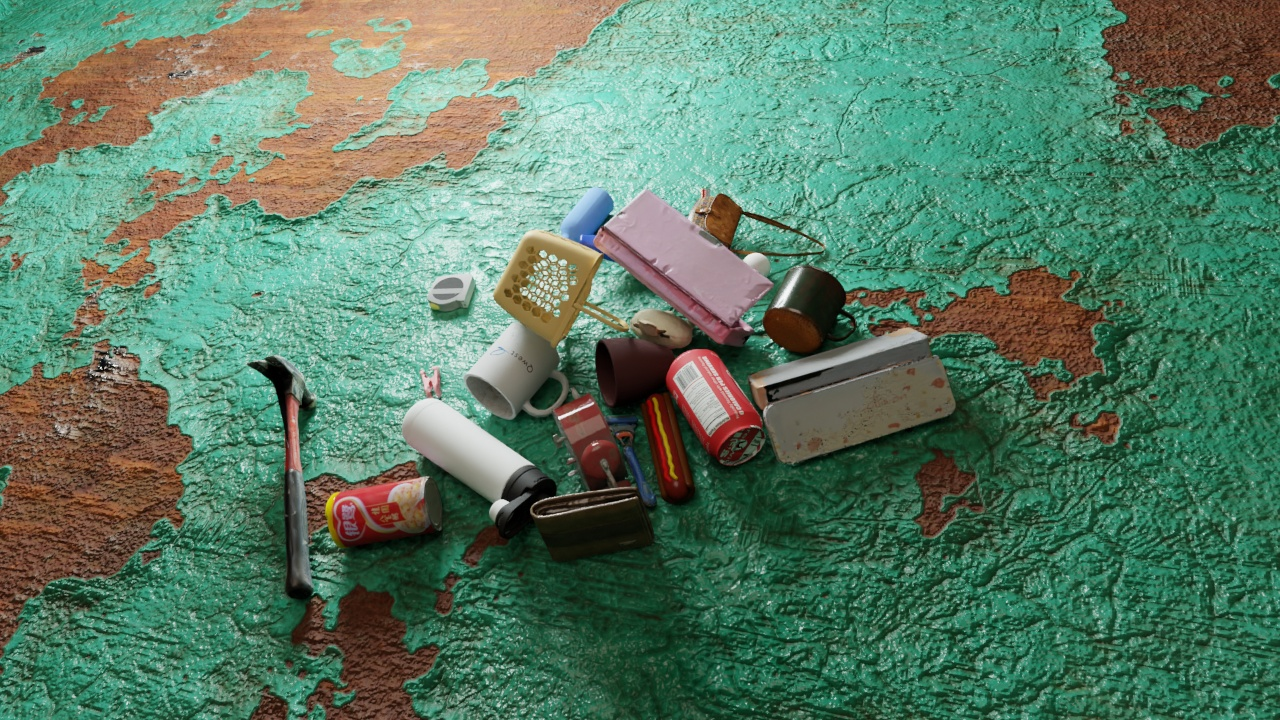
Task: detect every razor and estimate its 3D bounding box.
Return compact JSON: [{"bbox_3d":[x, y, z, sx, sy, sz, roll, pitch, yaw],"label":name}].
[{"bbox_3d":[-0.009,0.121,1.099,0.043,0.018,0.140,-1,46,-22],"label":"razor"}]

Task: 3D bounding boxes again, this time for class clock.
[{"bbox_3d":[-0.057,0.111,1.054,0.062,0.110,0.156,-24,42,-9],"label":"clock"}]

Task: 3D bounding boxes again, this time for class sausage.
[{"bbox_3d":[0.031,0.101,1.092,0.040,0.040,0.155,-15,48,1],"label":"sausage"}]

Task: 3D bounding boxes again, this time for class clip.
[{"bbox_3d":[-0.280,0.029,1.249,0.044,0.023,0.060,-36,45,-15],"label":"clip"}]

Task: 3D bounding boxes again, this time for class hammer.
[{"bbox_3d":[-0.435,0.137,1.137,0.036,0.141,0.325,-17,56,-2],"label":"hammer"}]

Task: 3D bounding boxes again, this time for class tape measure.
[{"bbox_3d":[-0.281,-0.100,1.363,0.065,0.017,0.064,-1,49,13],"label":"tape measure"}]

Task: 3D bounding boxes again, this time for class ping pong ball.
[{"bbox_3d":[0.158,-0.127,1.259,0.040,0.040,0.040,-7,48,8],"label":"ping pong ball"}]

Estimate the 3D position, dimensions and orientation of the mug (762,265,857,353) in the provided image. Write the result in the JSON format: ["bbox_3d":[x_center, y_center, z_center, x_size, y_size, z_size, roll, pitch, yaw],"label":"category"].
[{"bbox_3d":[0.218,-0.056,1.160,0.111,0.085,0.081,30,61,6],"label":"mug"}]

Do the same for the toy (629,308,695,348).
[{"bbox_3d":[0.027,-0.043,1.208,0.087,0.050,0.112,20,27,25],"label":"toy"}]

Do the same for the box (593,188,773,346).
[{"bbox_3d":[0.062,-0.125,1.188,0.232,0.099,0.107,41,104,23],"label":"box"}]

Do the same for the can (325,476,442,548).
[{"bbox_3d":[-0.301,0.180,1.088,0.124,0.067,0.066,-11,48,4],"label":"can"}]

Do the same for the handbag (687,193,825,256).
[{"bbox_3d":[0.163,-0.181,1.288,0.196,0.043,0.093,15,51,9],"label":"handbag"}]

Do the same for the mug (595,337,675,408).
[{"bbox_3d":[-0.007,0.007,1.169,0.088,0.087,0.114,-9,17,-18],"label":"mug"}]

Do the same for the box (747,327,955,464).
[{"bbox_3d":[0.248,0.041,1.092,0.217,0.096,0.114,-16,17,0],"label":"box"}]

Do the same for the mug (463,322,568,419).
[{"bbox_3d":[-0.151,0.024,1.187,0.119,0.083,0.096,35,62,5],"label":"mug"}]

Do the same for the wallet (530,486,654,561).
[{"bbox_3d":[-0.051,0.180,1.002,0.121,0.099,0.026,-11,46,4],"label":"wallet"}]

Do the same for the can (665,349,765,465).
[{"bbox_3d":[0.088,0.053,1.095,0.074,0.074,0.142,-24,48,-8],"label":"can"}]

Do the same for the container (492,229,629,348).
[{"bbox_3d":[-0.086,-0.084,1.175,0.167,0.183,0.129,29,94,-3],"label":"container"}]

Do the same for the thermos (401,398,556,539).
[{"bbox_3d":[-0.205,0.127,1.101,0.230,0.069,0.101,28,36,31],"label":"thermos"}]

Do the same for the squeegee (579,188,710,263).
[{"bbox_3d":[0.005,-0.160,1.316,0.185,0.055,0.248,6,52,-2],"label":"squeegee"}]

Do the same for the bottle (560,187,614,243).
[{"bbox_3d":[-0.092,-0.204,1.385,0.048,0.048,0.130,17,56,27],"label":"bottle"}]
